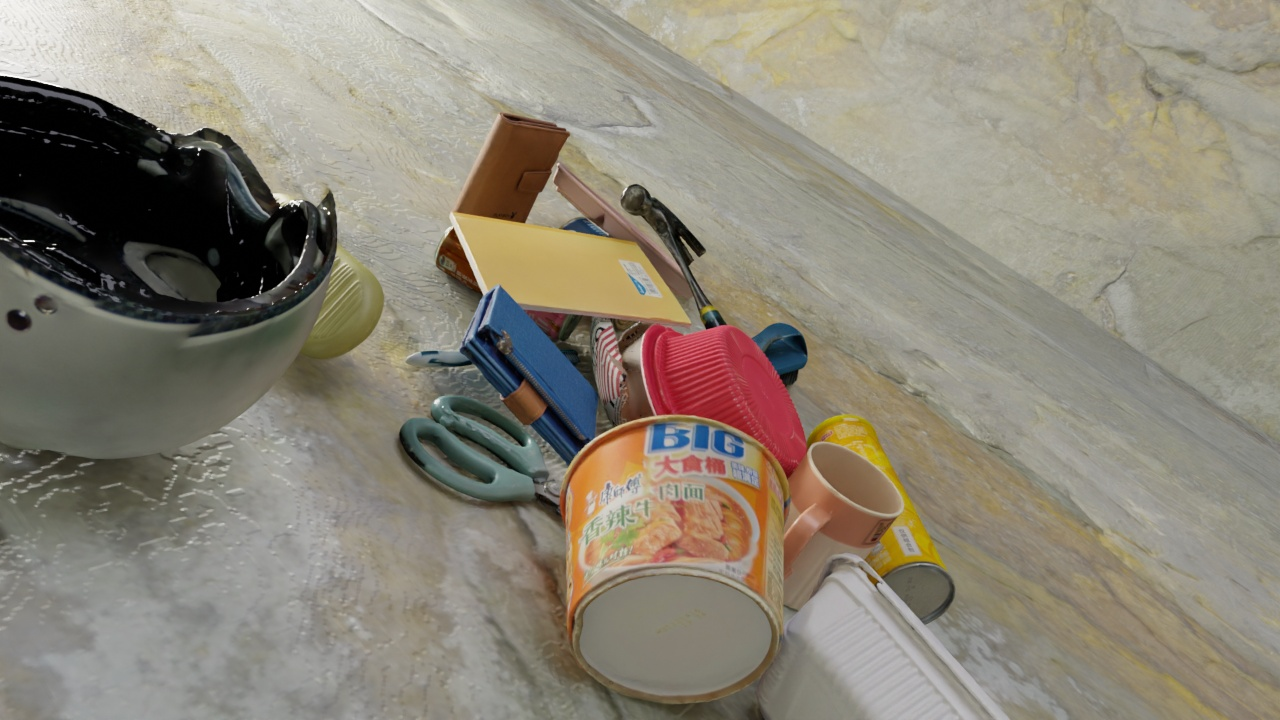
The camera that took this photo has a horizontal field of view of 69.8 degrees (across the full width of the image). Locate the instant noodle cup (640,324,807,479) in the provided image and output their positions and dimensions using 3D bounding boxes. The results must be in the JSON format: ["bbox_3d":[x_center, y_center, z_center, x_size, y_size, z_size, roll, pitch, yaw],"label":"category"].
[{"bbox_3d":[0.079,0.041,0.764,0.194,0.066,0.193,47,24,-29],"label":"instant noodle cup"}]

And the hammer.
[{"bbox_3d":[0.080,-0.034,0.931,0.126,0.032,0.323,22,38,-60],"label":"hammer"}]

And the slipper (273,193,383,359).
[{"bbox_3d":[-0.250,-0.051,0.686,0.190,0.091,0.082,35,-16,34],"label":"slipper"}]

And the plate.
[{"bbox_3d":[-0.017,-0.150,1.093,0.229,0.028,0.229,40,7,-6],"label":"plate"}]

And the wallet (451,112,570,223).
[{"bbox_3d":[-0.144,-0.208,1.022,0.031,0.132,0.107,46,28,25],"label":"wallet"}]

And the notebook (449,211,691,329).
[{"bbox_3d":[-0.065,-0.085,0.863,0.206,0.010,0.145,4,37,-32],"label":"notebook"}]

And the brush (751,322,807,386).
[{"bbox_3d":[0.145,-0.007,1.015,0.055,0.074,0.143,36,25,26],"label":"brush"}]

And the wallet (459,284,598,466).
[{"bbox_3d":[-0.085,0.010,0.732,0.133,0.040,0.106,49,18,-20],"label":"wallet"}]

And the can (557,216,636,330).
[{"bbox_3d":[-0.041,-0.091,0.975,0.111,0.075,0.075,39,26,21],"label":"can"}]

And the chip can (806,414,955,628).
[{"bbox_3d":[0.206,0.134,0.811,0.072,0.072,0.213,21,25,-17],"label":"chip can"}]

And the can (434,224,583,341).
[{"bbox_3d":[-0.123,-0.078,0.882,0.147,0.058,0.057,31,25,4],"label":"can"}]

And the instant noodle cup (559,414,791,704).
[{"bbox_3d":[0.020,0.125,0.553,0.151,0.152,0.111,23,33,-13],"label":"instant noodle cup"}]

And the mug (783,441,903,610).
[{"bbox_3d":[0.130,0.131,0.693,0.081,0.106,0.114,39,26,20],"label":"mug"}]

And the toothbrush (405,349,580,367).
[{"bbox_3d":[-0.120,0.000,0.788,0.191,0.016,0.018,-2,49,-50],"label":"toothbrush"}]

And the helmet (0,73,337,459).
[{"bbox_3d":[-0.306,-0.041,0.498,0.274,0.157,0.229,26,25,17],"label":"helmet"}]

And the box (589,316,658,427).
[{"bbox_3d":[-0.001,0.007,0.835,0.087,0.076,0.162,-1,31,-13],"label":"box"}]

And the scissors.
[{"bbox_3d":[-0.086,0.075,0.680,0.185,0.019,0.129,25,24,-13],"label":"scissors"}]

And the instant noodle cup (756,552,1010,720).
[{"bbox_3d":[0.134,0.215,0.526,0.060,0.138,0.173,-17,47,-30],"label":"instant noodle cup"}]
